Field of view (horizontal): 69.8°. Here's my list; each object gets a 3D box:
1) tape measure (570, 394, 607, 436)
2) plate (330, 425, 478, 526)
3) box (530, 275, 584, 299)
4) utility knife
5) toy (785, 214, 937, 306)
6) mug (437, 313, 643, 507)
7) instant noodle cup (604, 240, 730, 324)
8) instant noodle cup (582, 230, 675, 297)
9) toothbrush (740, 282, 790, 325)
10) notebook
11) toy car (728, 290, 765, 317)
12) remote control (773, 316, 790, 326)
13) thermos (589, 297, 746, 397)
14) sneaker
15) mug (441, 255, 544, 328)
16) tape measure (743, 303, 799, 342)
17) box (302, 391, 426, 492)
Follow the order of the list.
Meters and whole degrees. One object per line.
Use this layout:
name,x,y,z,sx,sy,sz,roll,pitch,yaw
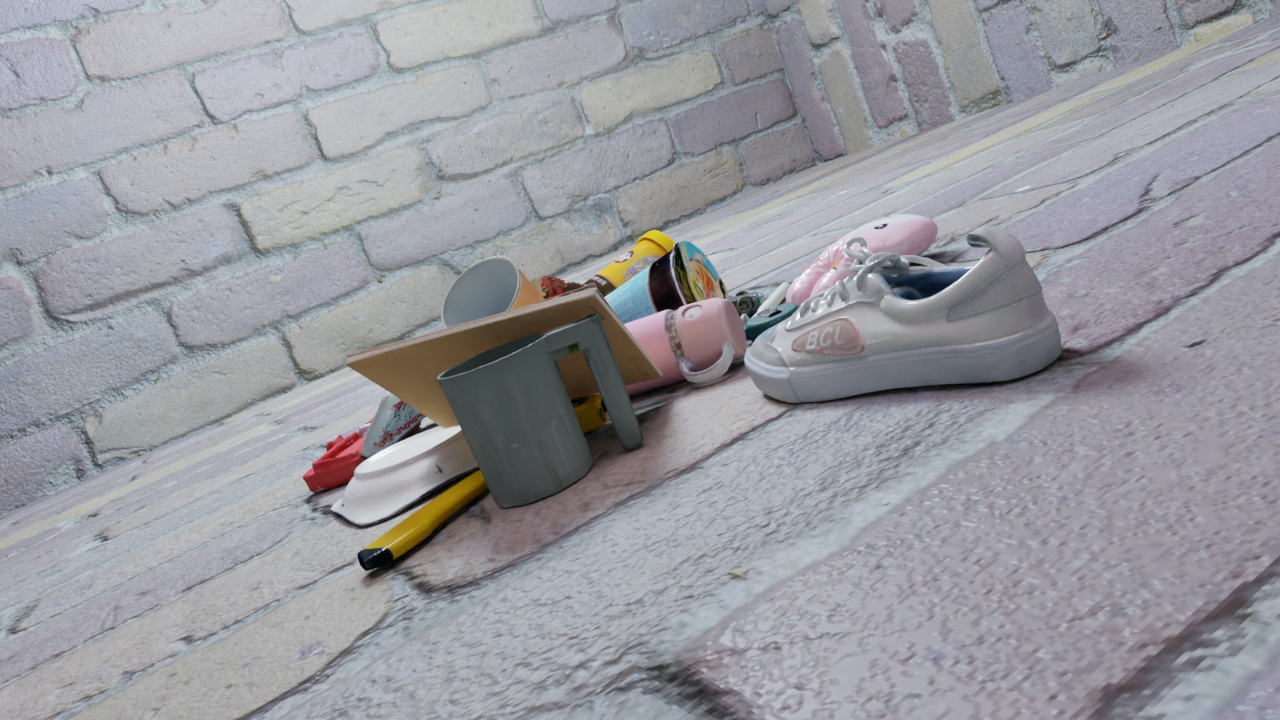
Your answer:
tape measure,-0.056,0.050,0.767,0.060,0.029,0.057,-17,10,5
plate,-0.202,0.093,0.838,0.164,0.034,0.164,-26,11,-28
box,-0.119,-0.020,0.930,0.091,0.077,0.169,10,-36,-45
utility knife,-0.149,0.114,0.671,0.033,0.015,0.153,-8,15,32
toy,0.223,-0.102,0.929,0.159,0.054,0.121,-34,13,-18
mug,-0.069,0.035,0.662,0.124,0.103,0.083,-21,10,1
instant noodle cup,0.018,-0.048,0.950,0.121,0.111,0.111,-27,7,28
instant noodle cup,-0.002,-0.081,1.122,0.114,0.118,0.118,-33,13,-17
toothbrush,0.132,-0.057,0.970,0.020,0.029,0.189,26,26,14
notebook,-0.104,0.005,0.743,0.212,0.012,0.149,-14,-29,16
toy car,0.079,-0.054,1.019,0.121,0.037,0.054,-11,10,4
remote control,0.175,-0.047,0.819,0.134,0.019,0.056,-28,11,-31
thermos,-0.005,0.005,0.825,0.199,0.067,0.087,-16,41,23
sneaker,0.146,-0.031,0.597,0.089,0.091,0.243,-27,11,-32
mug,-0.100,-0.022,0.777,0.078,0.123,0.078,-17,53,24
tape measure,0.125,-0.036,0.853,0.058,0.025,0.054,-26,10,-17
box,-0.289,0.073,1.048,0.160,0.065,0.201,-41,6,12
